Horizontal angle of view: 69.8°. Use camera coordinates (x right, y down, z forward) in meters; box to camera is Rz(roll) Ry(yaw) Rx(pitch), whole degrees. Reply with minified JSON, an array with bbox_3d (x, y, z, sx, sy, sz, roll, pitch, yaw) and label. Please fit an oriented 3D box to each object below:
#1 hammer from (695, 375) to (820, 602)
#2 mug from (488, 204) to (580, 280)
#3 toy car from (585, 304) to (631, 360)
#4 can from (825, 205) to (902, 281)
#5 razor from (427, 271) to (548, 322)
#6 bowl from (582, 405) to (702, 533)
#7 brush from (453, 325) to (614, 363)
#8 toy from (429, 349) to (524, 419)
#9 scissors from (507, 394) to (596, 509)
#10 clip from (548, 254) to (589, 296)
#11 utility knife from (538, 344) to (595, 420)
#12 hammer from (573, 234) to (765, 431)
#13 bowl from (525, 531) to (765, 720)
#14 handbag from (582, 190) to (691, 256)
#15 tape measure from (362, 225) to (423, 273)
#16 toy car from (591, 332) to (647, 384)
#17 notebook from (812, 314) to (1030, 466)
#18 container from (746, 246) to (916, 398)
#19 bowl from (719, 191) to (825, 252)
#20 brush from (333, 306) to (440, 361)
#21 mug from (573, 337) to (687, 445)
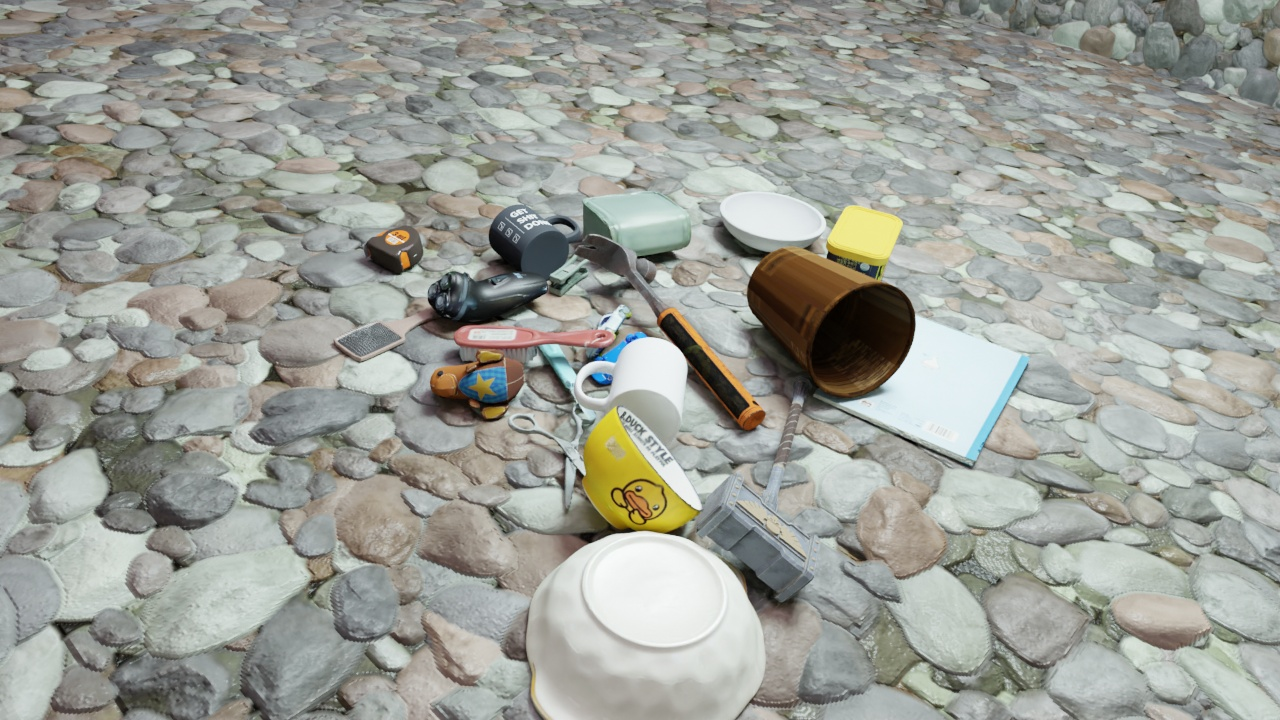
[{"bbox_3d":[0.136,0.090,0.877,0.098,0.044,0.321,39,30,-3],"label":"hammer"},{"bbox_3d":[-0.126,-0.154,1.153,0.104,0.071,0.077,-27,47,-26],"label":"mug"},{"bbox_3d":[-0.037,-0.035,1.029,0.027,0.039,0.089,34,37,-1],"label":"toy car"},{"bbox_3d":[0.272,-0.118,1.158,0.075,0.104,0.134,19,36,15],"label":"can"},{"bbox_3d":[-0.173,-0.082,1.053,0.140,0.064,0.053,-17,43,-30],"label":"razor"},{"bbox_3d":[-0.007,0.104,0.797,0.068,0.117,0.117,-40,42,7],"label":"bowl"},{"bbox_3d":[-0.113,-0.016,0.984,0.172,0.030,0.040,1,34,4],"label":"brush"},{"bbox_3d":[-0.164,0.017,0.941,0.090,0.071,0.103,-2,11,8],"label":"toy"},{"bbox_3d":[-0.059,0.083,0.885,0.141,0.014,0.157,31,35,20],"label":"scissors"},{"bbox_3d":[-0.087,-0.108,1.140,0.023,0.042,0.075,22,38,17],"label":"clip"},{"bbox_3d":[-0.078,0.015,0.967,0.022,0.015,0.165,-6,32,-22],"label":"utility knife"},{"bbox_3d":[0.034,-0.039,1.023,0.137,0.035,0.314,22,23,-47],"label":"hammer"},{"bbox_3d":[0.007,0.192,0.701,0.188,0.060,0.218,28,40,26],"label":"bowl"},{"bbox_3d":[-0.010,-0.174,1.215,0.121,0.067,0.106,-12,31,-27],"label":"handbag"},{"bbox_3d":[-0.299,-0.136,1.132,0.058,0.038,0.058,26,52,25],"label":"tape measure"},{"bbox_3d":[-0.007,0.006,1.008,0.092,0.062,0.033,-36,50,-7],"label":"toy car"},{"bbox_3d":[0.331,0.018,1.058,0.181,0.009,0.252,25,38,24],"label":"notebook"},{"bbox_3d":[0.203,-0.054,1.034,0.132,0.132,0.167,-7,28,-21],"label":"container"},{"bbox_3d":[0.183,-0.188,1.294,0.149,0.043,0.149,5,35,-4],"label":"bowl"},{"bbox_3d":[-0.270,-0.039,1.014,0.050,0.015,0.135,30,40,27],"label":"brush"},{"bbox_3d":[-0.011,0.029,0.917,0.110,0.074,0.090,9,35,2],"label":"mug"}]
